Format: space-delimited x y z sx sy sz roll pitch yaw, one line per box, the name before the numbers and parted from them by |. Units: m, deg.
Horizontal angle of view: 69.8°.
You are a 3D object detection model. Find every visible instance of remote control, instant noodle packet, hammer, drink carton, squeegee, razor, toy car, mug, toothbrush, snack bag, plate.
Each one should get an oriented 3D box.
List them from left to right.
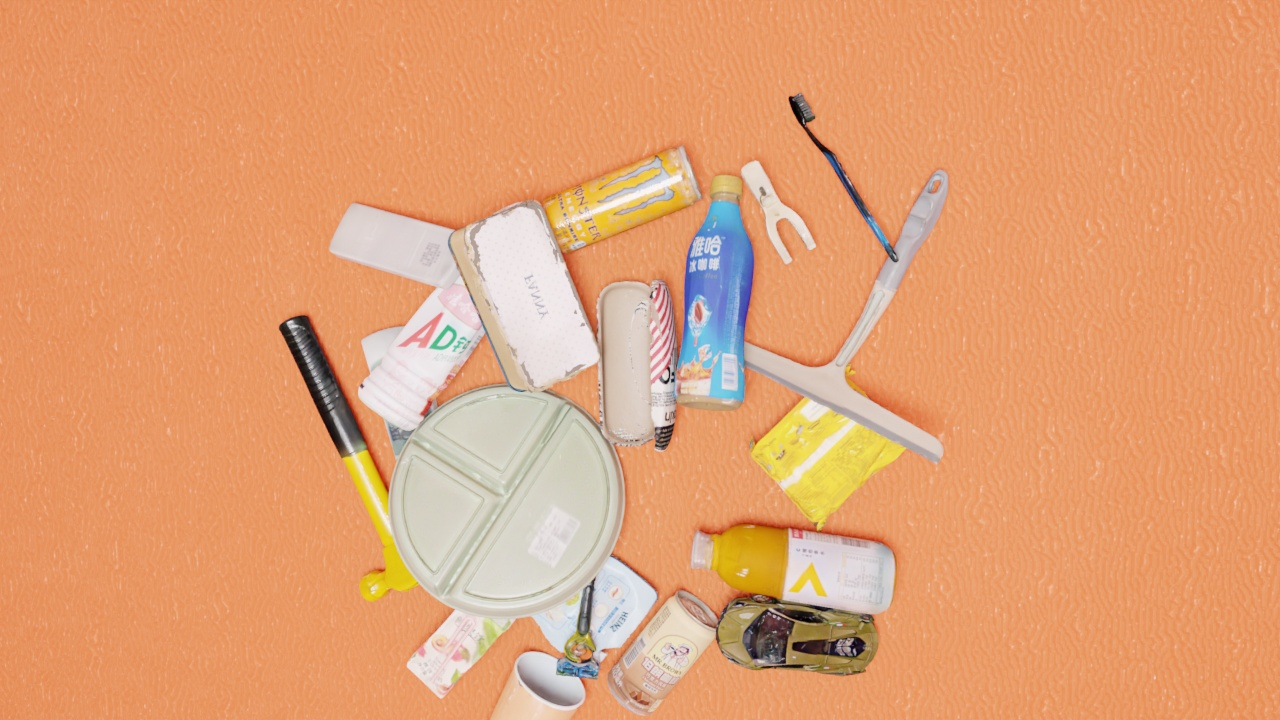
hammer | -0.290 0.094 0.934 0.129 0.032 0.300 -28 87 25
remote control | -0.236 -0.113 0.899 0.150 0.021 0.058 18 78 23
remote control | -0.241 0.033 0.937 0.056 0.019 0.135 -15 92 9
drink carton | -0.179 0.280 0.919 0.053 0.045 0.123 42 116 3
plate | -0.129 0.130 0.883 0.230 0.027 0.230 1 75 -2
mug | -0.117 0.367 0.922 0.078 0.078 0.123 30 103 5
snack bag | -0.087 0.219 0.921 0.191 0.039 0.110 36 85 2
razor | -0.053 0.241 0.893 0.042 0.022 0.142 8 91 -3
toy car | 0.150 0.265 0.878 0.158 0.042 0.070 5 96 -8
instant noodle packet | 0.180 0.079 0.870 0.128 0.044 0.111 -42 86 7
toothbrush | 0.189 -0.170 0.847 0.016 0.014 0.189 -29 77 -3
squeegee | 0.222 -0.064 0.850 0.247 0.039 0.246 28 87 30

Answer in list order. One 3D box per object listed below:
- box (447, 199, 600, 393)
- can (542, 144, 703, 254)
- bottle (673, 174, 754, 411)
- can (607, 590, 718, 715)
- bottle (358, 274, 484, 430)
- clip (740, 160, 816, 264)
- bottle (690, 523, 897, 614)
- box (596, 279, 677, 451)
box | -0.106 -0.053 0.863 0.089 0.062 0.184 -25 105 -23
can | -0.018 -0.152 0.872 0.146 0.058 0.058 -20 91 9
bottle | 0.071 -0.064 0.854 0.065 0.065 0.218 4 81 8
can | 0.022 0.287 0.901 0.058 0.058 0.116 38 98 3
bottle | -0.191 -0.028 0.893 0.068 0.068 0.197 35 86 4
clip | 0.125 -0.141 0.863 0.035 0.072 0.100 -32 95 10
bottle | 0.143 0.194 0.872 0.189 0.068 0.068 8 95 7
box | -0.006 0.005 0.876 0.086 0.075 0.162 -2 95 16
